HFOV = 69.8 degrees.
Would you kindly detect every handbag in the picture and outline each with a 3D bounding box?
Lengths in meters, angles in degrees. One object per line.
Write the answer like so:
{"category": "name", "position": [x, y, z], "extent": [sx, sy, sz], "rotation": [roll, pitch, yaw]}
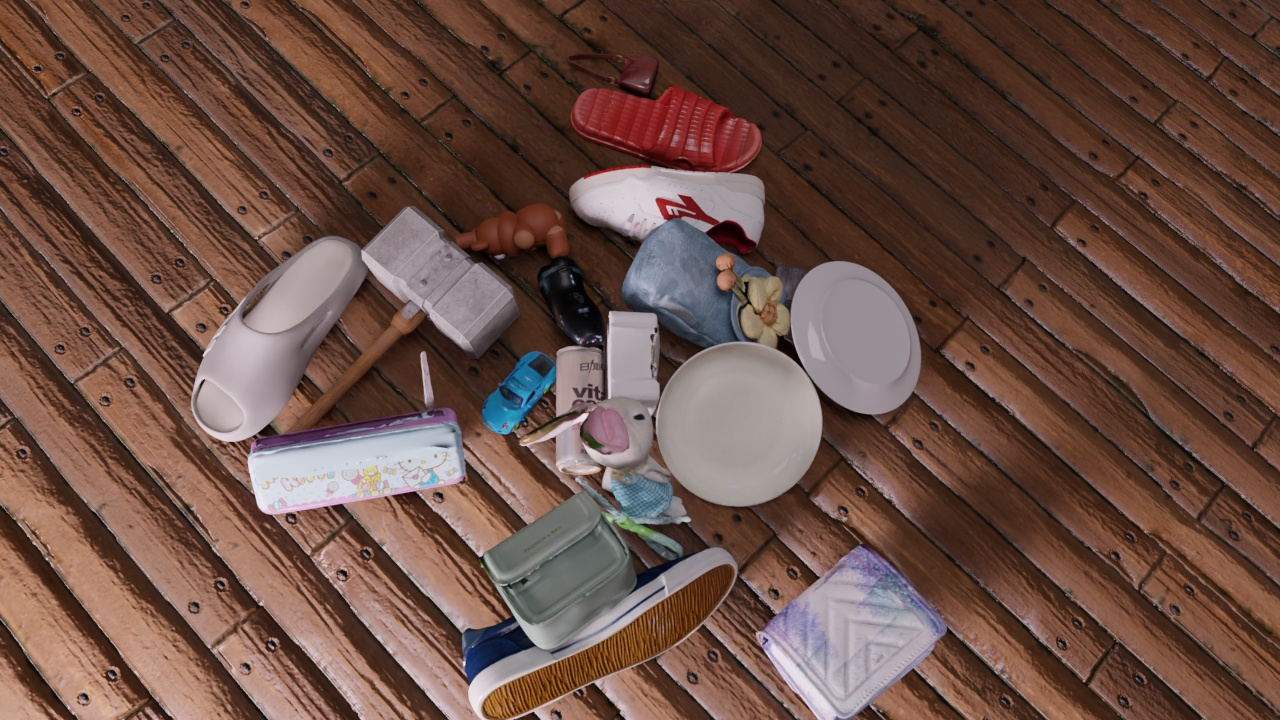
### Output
{"category": "handbag", "position": [-0.039, -0.386, 1.210], "extent": [0.119, 0.029, 0.055], "rotation": [14, 66, 5]}
{"category": "handbag", "position": [0.084, -0.077, 1.035], "extent": [0.192, 0.119, 0.121], "rotation": [33, 73, -16]}
{"category": "handbag", "position": [0.218, 0.285, 0.953], "extent": [0.158, 0.069, 0.126], "rotation": [-33, 61, -17]}
{"category": "handbag", "position": [-0.077, 0.195, 0.868], "extent": [0.121, 0.067, 0.106], "rotation": [-32, 58, -15]}

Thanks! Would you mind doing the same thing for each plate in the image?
{"category": "plate", "position": [0.107, 0.069, 1.014], "extent": [0.182, 0.034, 0.182], "rotation": [0, 96, -2]}
{"category": "plate", "position": [0.258, -0.031, 1.068], "extent": [0.188, 0.016, 0.188], "rotation": [9, 69, -24]}

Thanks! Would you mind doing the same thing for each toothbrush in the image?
{"category": "toothbrush", "position": [-0.220, 0.031, 0.942], "extent": [0.010, 0.182, 0.010], "rotation": [-38, 74, -24]}

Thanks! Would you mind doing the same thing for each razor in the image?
{"category": "razor", "position": [-0.076, -0.068, 1.043], "extent": [0.053, 0.064, 0.140], "rotation": [-11, 40, -19]}

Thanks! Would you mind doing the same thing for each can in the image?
{"category": "can", "position": [-0.067, 0.055, 1.015], "extent": [0.054, 0.054, 0.135], "rotation": [1, 70, -6]}

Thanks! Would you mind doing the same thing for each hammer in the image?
{"category": "hammer", "position": [-0.300, -0.002, 1.012], "extent": [0.163, 0.083, 0.317], "rotation": [40, 78, 10]}

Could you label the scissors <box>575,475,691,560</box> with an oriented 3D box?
{"category": "scissors", "position": [-0.014, 0.165, 0.945], "extent": [0.172, 0.172, 0.021], "rotation": [50, 51, -33]}

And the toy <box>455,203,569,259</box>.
{"category": "toy", "position": [-0.151, -0.145, 1.086], "extent": [0.128, 0.065, 0.094], "rotation": [-13, 28, 1]}

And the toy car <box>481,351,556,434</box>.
{"category": "toy car", "position": [-0.135, 0.035, 1.030], "extent": [0.048, 0.032, 0.105], "rotation": [36, 71, 8]}

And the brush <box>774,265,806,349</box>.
{"category": "brush", "position": [0.167, -0.050, 1.104], "extent": [0.039, 0.012, 0.151], "rotation": [16, 69, 1]}

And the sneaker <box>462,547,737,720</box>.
{"category": "sneaker", "position": [-0.048, 0.243, 0.935], "extent": [0.294, 0.121, 0.127], "rotation": [-21, 44, -12]}

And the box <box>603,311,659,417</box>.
{"category": "box", "position": [0.006, 0.006, 1.018], "extent": [0.091, 0.103, 0.107], "rotation": [-1, 70, -8]}

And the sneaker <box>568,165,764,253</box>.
{"category": "sneaker", "position": [0.033, -0.165, 1.103], "extent": [0.236, 0.090, 0.104], "rotation": [2, 75, -9]}

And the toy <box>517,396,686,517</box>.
{"category": "toy", "position": [-0.008, 0.096, 0.944], "extent": [0.205, 0.131, 0.105], "rotation": [45, 61, -37]}

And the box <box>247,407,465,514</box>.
{"category": "box", "position": [-0.292, 0.101, 0.957], "extent": [0.214, 0.078, 0.065], "rotation": [-9, 35, -9]}

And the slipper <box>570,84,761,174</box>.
{"category": "slipper", "position": [0.033, -0.301, 1.164], "extent": [0.249, 0.059, 0.103], "rotation": [12, 68, 1]}

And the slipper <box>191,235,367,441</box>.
{"category": "slipper", "position": [-0.402, -0.043, 1.001], "extent": [0.113, 0.081, 0.265], "rotation": [26, 69, 14]}
